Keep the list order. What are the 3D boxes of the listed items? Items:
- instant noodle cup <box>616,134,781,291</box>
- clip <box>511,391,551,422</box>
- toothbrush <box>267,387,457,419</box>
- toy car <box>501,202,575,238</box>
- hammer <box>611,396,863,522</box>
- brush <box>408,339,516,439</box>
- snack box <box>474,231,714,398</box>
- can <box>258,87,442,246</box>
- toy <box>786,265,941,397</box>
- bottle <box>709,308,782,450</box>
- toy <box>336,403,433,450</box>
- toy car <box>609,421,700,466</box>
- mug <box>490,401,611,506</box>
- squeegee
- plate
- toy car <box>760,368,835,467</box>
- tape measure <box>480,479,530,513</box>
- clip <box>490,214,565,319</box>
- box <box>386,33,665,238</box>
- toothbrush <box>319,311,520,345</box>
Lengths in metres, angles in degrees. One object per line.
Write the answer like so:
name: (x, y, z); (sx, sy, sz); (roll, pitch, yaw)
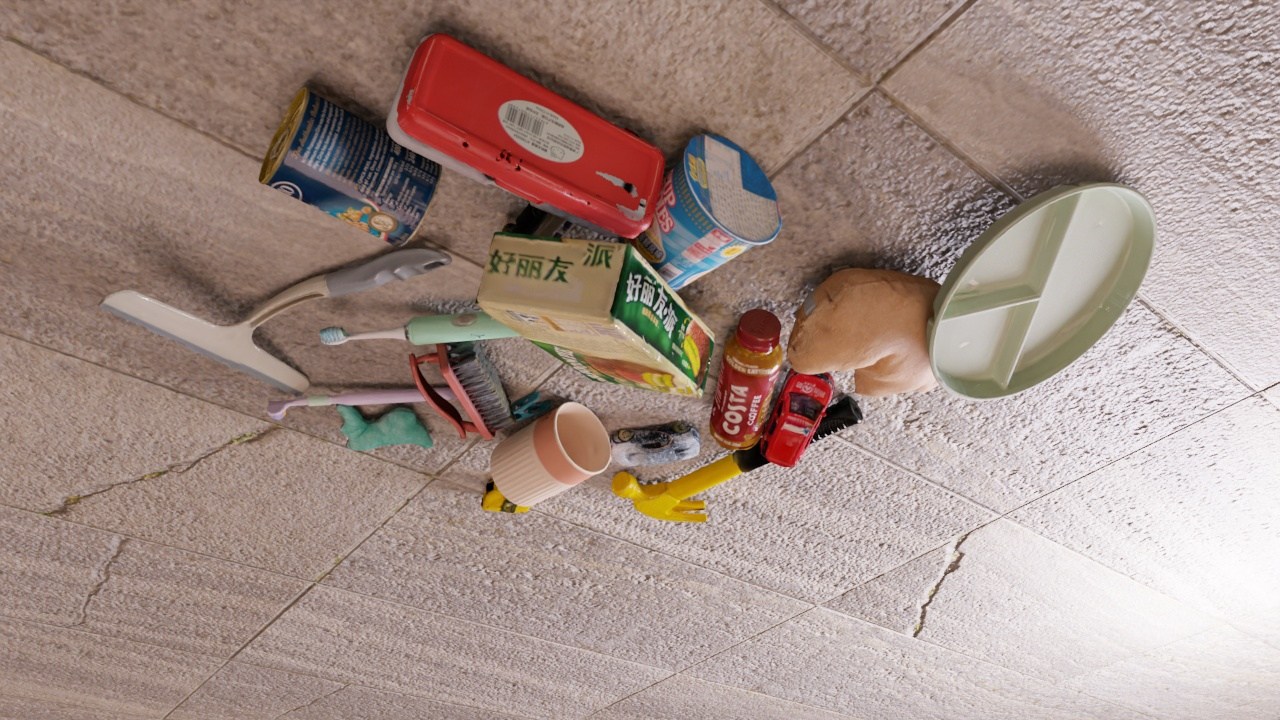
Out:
instant noodle cup: (0.040, -0.107, 0.732); (0.099, 0.099, 0.110); (23, 141, -29)
clip: (-0.123, 0.051, 0.972); (0.056, 0.014, 0.041); (-23, 137, 20)
toothbrush: (-0.278, 0.041, 0.932); (0.189, 0.029, 0.021); (-5, 104, -8)
toy car: (-0.079, -0.110, 0.737); (0.035, 0.042, 0.090); (34, 109, -33)
hammer: (0.116, 0.116, 1.057); (0.302, 0.032, 0.128); (-29, 135, 28)
brush: (-0.174, 0.030, 0.904); (0.069, 0.063, 0.146); (-19, 142, 0)
snack box: (-0.025, -0.030, 0.751); (0.115, 0.063, 0.240); (8, 169, 22)
can: (-0.212, -0.140, 0.679); (0.111, 0.075, 0.076); (25, 133, -31)
toy: (0.247, -0.019, 0.870); (0.225, 0.082, 0.144); (18, 137, -31)
bottle: (0.106, 0.021, 0.917); (0.057, 0.057, 0.175); (0, 141, -4)
toy: (-0.278, 0.071, 0.973); (0.092, 0.030, 0.096); (-14, 134, 9)
toy car: (0.015, 0.097, 1.027); (0.106, 0.031, 0.049); (-8, 140, 7)
mug: (-0.088, 0.105, 0.995); (0.106, 0.081, 0.114); (-30, 151, 31)
squeegee: (-0.277, -0.059, 0.805); (0.247, 0.039, 0.246); (-20, 156, 12)
plate: (0.350, -0.058, 0.811); (0.230, 0.027, 0.231); (-14, 134, -16)
toy car: (0.163, 0.060, 0.958); (0.053, 0.045, 0.121); (17, 121, 1)
tape measure: (-0.158, 0.164, 1.097); (0.060, 0.028, 0.057); (9, 139, -16)
clip: (-0.105, -0.078, 0.802); (0.064, 0.034, 0.098); (18, 128, -23)
box: (-0.079, -0.159, 0.669); (0.201, 0.090, 0.068); (21, 163, -28)
toothbrush: (-0.177, -0.030, 0.838); (0.224, 0.026, 0.027); (-5, 146, -8)
